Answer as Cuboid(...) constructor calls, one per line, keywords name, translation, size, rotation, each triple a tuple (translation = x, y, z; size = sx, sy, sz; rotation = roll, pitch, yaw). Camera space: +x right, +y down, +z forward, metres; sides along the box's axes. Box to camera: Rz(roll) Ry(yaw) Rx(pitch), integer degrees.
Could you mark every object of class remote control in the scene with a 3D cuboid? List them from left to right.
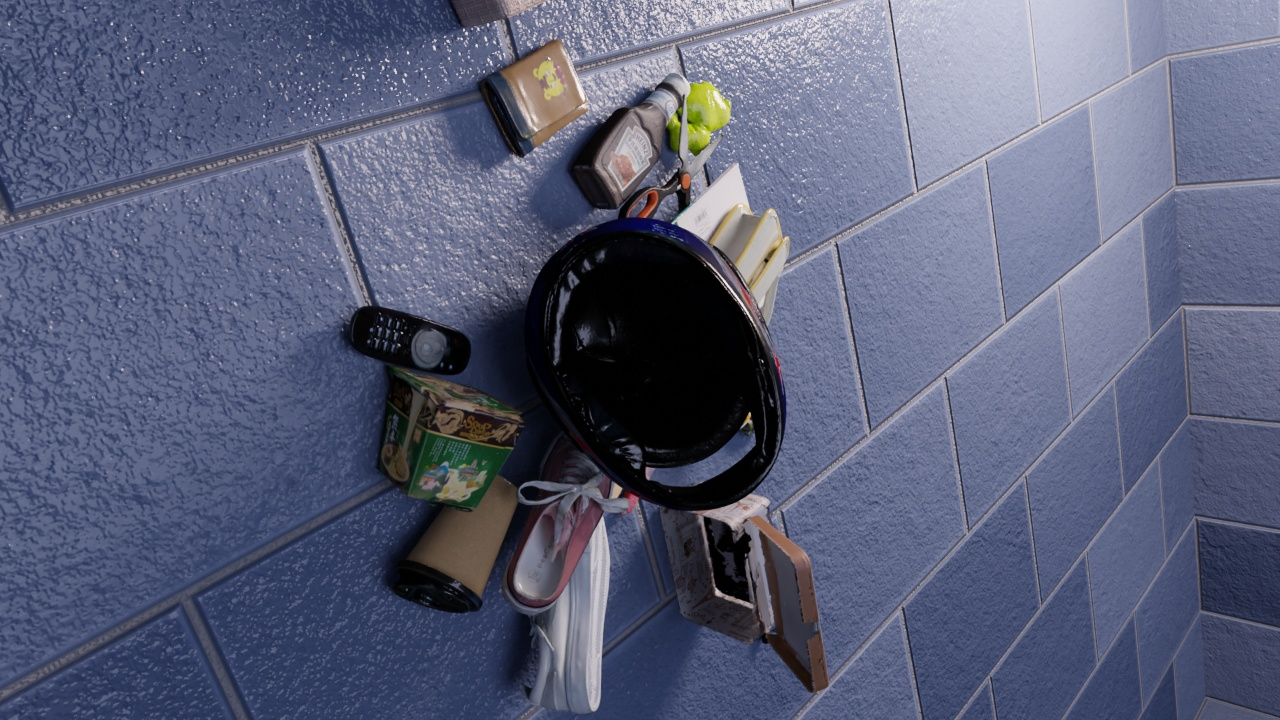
Cuboid(name="remote control", translation=(-0.229, -0.019, 0.906), size=(0.136, 0.024, 0.053), rotation=(18, 80, -44))

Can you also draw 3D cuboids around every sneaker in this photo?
Cuboid(name="sneaker", translation=(-0.090, 0.269, 1.036), size=(0.089, 0.091, 0.241), rotation=(58, 31, -65))
Cuboid(name="sneaker", translation=(-0.075, 0.151, 0.972), size=(0.118, 0.088, 0.240), rotation=(29, 49, -7))

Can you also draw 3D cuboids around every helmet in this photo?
Cuboid(name="helmet", translation=(0.020, 0.006, 0.971), size=(0.247, 0.240, 0.315), rotation=(-32, 84, 1))

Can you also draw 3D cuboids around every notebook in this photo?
Cuboid(name="notebook", translation=(0.109, -0.128, 1.197), size=(0.150, 0.012, 0.209), rotation=(-45, 132, -31))

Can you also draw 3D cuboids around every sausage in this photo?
Cuboid(name="sausage", translation=(0.011, 0.129, 1.148), size=(0.020, 0.020, 0.155), rotation=(46, 64, -36))

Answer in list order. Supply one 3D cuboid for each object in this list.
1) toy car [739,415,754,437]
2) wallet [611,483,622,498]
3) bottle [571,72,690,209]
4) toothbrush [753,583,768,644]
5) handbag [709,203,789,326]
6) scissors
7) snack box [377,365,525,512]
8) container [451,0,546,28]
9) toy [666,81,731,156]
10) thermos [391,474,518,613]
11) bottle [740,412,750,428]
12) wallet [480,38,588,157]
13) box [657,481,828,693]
Cuboid(name="toy car", translation=(0.154, 0.047, 1.265), size=(0.054, 0.037, 0.121), rotation=(-27, 122, -39))
Cuboid(name="wallet", translation=(-0.032, 0.105, 1.104), size=(0.087, 0.024, 0.115), rotation=(50, 62, -40))
Cuboid(name="bottle", translation=(-0.004, -0.265, 1.079), size=(0.194, 0.044, 0.080), rotation=(-55, 133, -25))
Cuboid(name="toothbrush", translation=(0.166, 0.308, 1.308), size=(0.026, 0.027, 0.213), rotation=(-9, 105, 2))
Cuboid(name="handbag", translation=(0.143, -0.093, 1.196), size=(0.163, 0.063, 0.179), rotation=(-56, 140, -18))
Cuboid(name="scissors", translation=(0.040, -0.200, 1.116), size=(0.220, 0.022, 0.235), rotation=(-36, 130, -41))
Cuboid(name="snack box", translation=(-0.195, 0.078, 0.899), size=(0.118, 0.118, 0.105), rotation=(20, 92, -40))
Cuboid(name="container", translation=(-0.148, -0.398, 0.905), size=(0.090, 0.090, 0.111), rotation=(-40, 123, -34))
Cuboid(name="toy", translation=(0.072, -0.306, 1.153), size=(0.096, 0.031, 0.100), rotation=(7, 86, -30))
Cuboid(name="thermos", translation=(-0.181, 0.185, 0.932), size=(0.093, 0.093, 0.143), rotation=(48, 54, -35))
Cuboid(name="bottle", translation=(0.101, 0.042, 1.194), size=(0.063, 0.063, 0.108), rotation=(-51, 124, -28))
Cuboid(name="wallet", translation=(-0.110, -0.284, 0.989), size=(0.115, 0.033, 0.090), rotation=(-44, 121, -35))
Cuboid(name="box", translation=(0.139, 0.268, 1.117), size=(0.110, 0.260, 0.179), rotation=(-24, 110, -37))
